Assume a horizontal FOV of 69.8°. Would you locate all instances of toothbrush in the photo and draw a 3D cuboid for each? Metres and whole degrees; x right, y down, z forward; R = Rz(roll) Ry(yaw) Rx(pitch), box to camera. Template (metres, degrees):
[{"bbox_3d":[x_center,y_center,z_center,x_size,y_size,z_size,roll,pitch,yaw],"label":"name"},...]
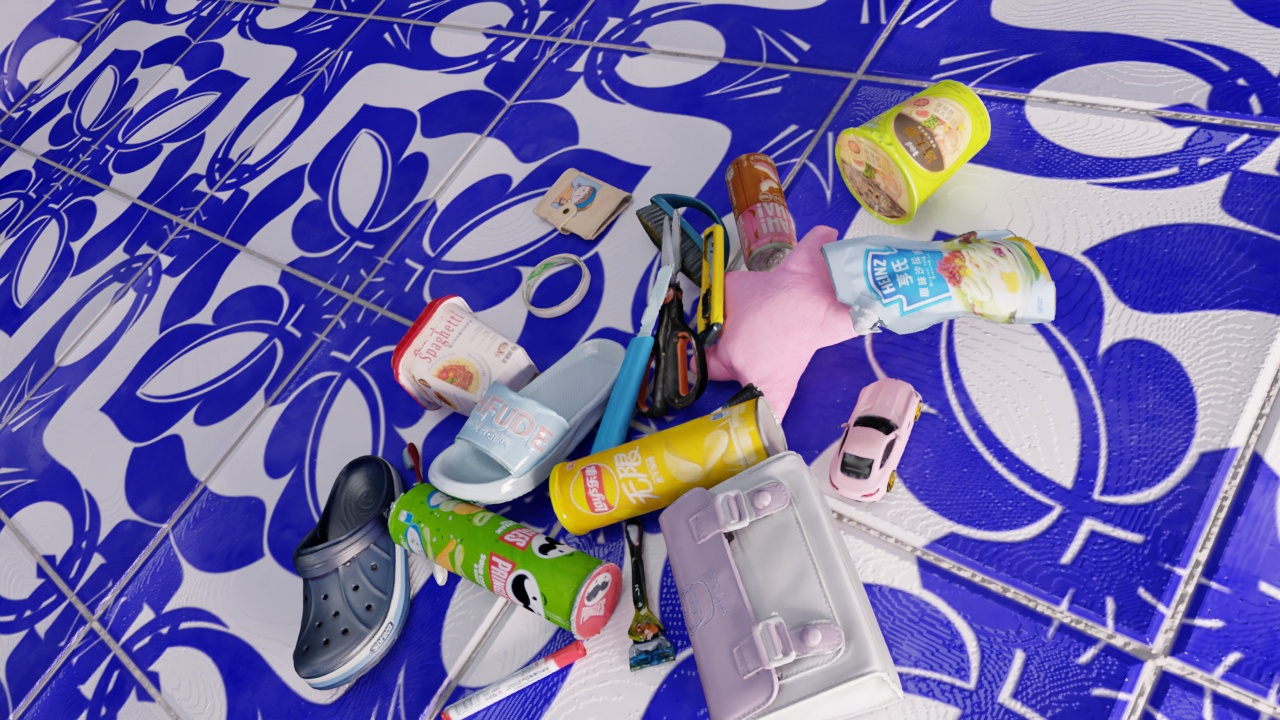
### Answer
[{"bbox_3d":[-0.231,0.160,0.975,0.017,0.016,0.187,-41,48,17],"label":"toothbrush"}]

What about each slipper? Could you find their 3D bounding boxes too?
[{"bbox_3d":[-0.106,0.051,0.922,0.104,0.074,0.244,26,57,38],"label":"slipper"},{"bbox_3d":[-0.296,0.199,0.933,0.105,0.095,0.252,-18,48,19],"label":"slipper"}]

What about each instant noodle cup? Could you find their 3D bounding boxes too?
[{"bbox_3d":[0.279,-0.217,0.921,0.123,0.112,0.111,-37,49,-10],"label":"instant noodle cup"},{"bbox_3d":[-0.186,0.008,1.002,0.124,0.117,0.116,24,70,25],"label":"instant noodle cup"}]

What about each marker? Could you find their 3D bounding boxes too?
[{"bbox_3d":[-0.115,0.289,0.823,0.145,0.017,0.017,-29,49,7],"label":"marker"},{"bbox_3d":[0.062,0.060,0.862,0.131,0.018,0.022,-35,66,31],"label":"marker"}]

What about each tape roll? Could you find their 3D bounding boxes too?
[{"bbox_3d":[-0.100,-0.088,1.082,0.086,0.014,0.085,-14,53,18],"label":"tape roll"}]

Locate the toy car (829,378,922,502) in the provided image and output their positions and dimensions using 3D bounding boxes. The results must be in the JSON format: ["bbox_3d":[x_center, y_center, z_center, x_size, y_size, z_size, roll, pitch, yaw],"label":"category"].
[{"bbox_3d":[0.204,0.067,0.802,0.056,0.037,0.122,13,64,32],"label":"toy car"}]

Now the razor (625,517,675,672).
[{"bbox_3d":[0.000,0.202,0.821,0.043,0.022,0.142,-18,51,13],"label":"razor"}]

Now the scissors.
[{"bbox_3d":[0.019,-0.048,0.946,0.153,0.021,0.234,-46,44,31],"label":"scissors"}]

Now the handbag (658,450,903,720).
[{"bbox_3d":[0.102,0.189,0.734,0.145,0.098,0.196,-28,49,14],"label":"handbag"}]

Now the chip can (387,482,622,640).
[{"bbox_3d":[-0.132,0.183,0.861,0.236,0.072,0.072,16,66,31],"label":"chip can"}]

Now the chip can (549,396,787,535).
[{"bbox_3d":[0.024,0.098,0.835,0.214,0.072,0.072,-20,51,21],"label":"chip can"}]

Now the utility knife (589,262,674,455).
[{"bbox_3d":[-0.005,0.005,0.924,0.034,0.018,0.225,13,82,42],"label":"utility knife"}]

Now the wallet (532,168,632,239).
[{"bbox_3d":[-0.075,-0.192,1.137,0.087,0.024,0.115,-46,51,-15],"label":"wallet"}]

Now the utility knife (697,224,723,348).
[{"bbox_3d":[0.069,-0.079,0.913,0.033,0.015,0.156,-37,37,42],"label":"utility knife"}]

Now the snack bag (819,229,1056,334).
[{"bbox_3d":[0.263,-0.071,0.816,0.191,0.039,0.110,-4,63,-7],"label":"snack bag"}]

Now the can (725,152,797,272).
[{"bbox_3d":[0.129,-0.155,0.980,0.058,0.058,0.147,-19,51,15],"label":"can"}]

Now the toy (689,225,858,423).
[{"bbox_3d":[0.129,-0.045,0.879,0.195,0.074,0.178,-52,48,12],"label":"toy"}]

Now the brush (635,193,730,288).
[{"bbox_3d":[0.053,-0.141,1.012,0.073,0.055,0.144,-38,48,1],"label":"brush"}]
